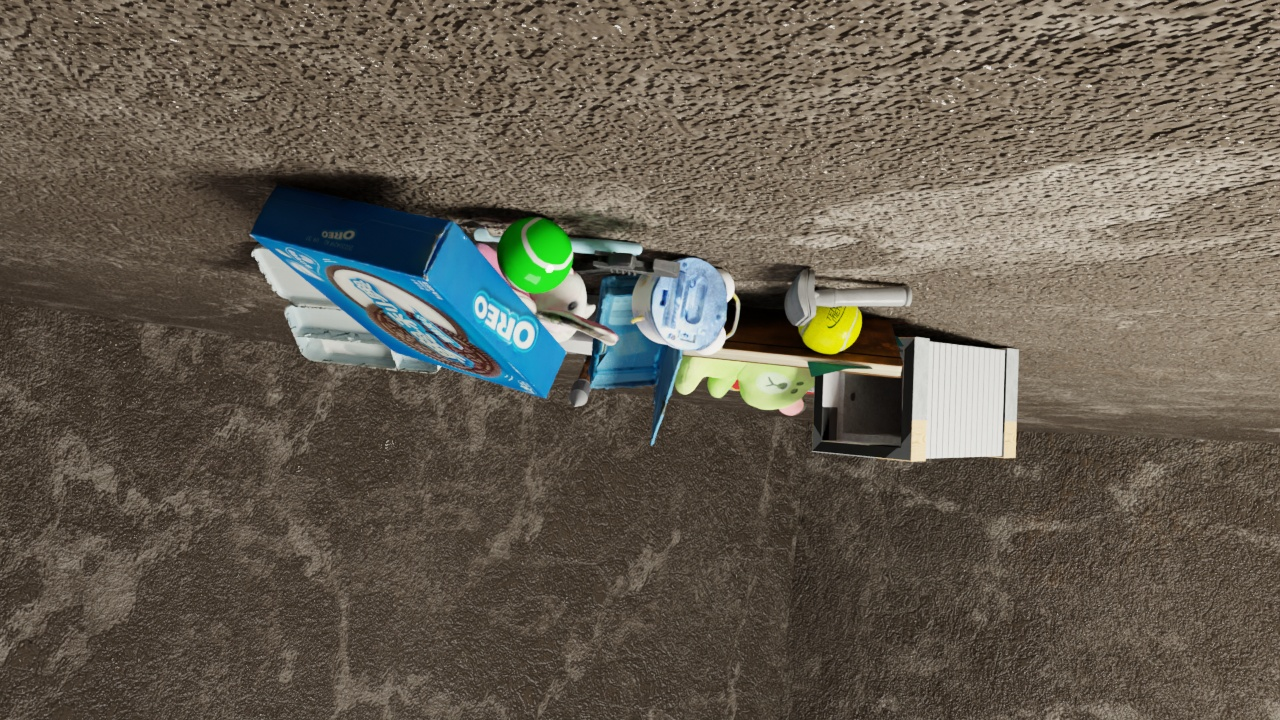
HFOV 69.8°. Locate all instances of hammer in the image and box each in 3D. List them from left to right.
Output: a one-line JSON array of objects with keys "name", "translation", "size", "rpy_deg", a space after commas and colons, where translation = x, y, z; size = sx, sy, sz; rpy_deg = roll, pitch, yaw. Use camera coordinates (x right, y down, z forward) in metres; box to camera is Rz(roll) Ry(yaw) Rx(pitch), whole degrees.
[{"name": "hammer", "translation": [-0.071, 0.008, 1.281], "size": [0.156, 0.043, 0.321], "rpy_deg": [6, -162, 2]}]

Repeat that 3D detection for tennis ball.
[{"name": "tennis ball", "translation": [-0.091, -0.090, 0.788], "size": [0.065, 0.065, 0.065], "rpy_deg": [7, 175, 0]}, {"name": "tennis ball", "translation": [0.198, -0.040, 0.959], "size": [0.065, 0.065, 0.065], "rpy_deg": [7, 175, 0]}]

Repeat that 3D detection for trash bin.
[{"name": "trash bin", "translation": [0.358, 0.050, 1.183], "size": [0.246, 0.142, 0.143], "rpy_deg": [4, 178, -41]}]

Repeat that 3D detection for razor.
[{"name": "razor", "translation": [0.205, -0.061, 0.893], "size": [0.116, 0.047, 0.088], "rpy_deg": [-1, 174, 1]}]

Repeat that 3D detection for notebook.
[{"name": "notebook", "translation": [0.176, -0.024, 1.030], "size": [0.249, 0.014, 0.178], "rpy_deg": [6, -159, 8]}]

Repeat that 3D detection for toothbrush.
[{"name": "toothbrush", "translation": [-0.075, -0.109, 0.844], "size": [0.155, 0.016, 0.022], "rpy_deg": [6, 165, 1]}]

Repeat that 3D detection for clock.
[{"name": "clock", "translation": [0.050, -0.052, 0.900], "size": [0.125, 0.089, 0.052], "rpy_deg": [12, 178, -32]}]

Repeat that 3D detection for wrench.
[{"name": "wrench", "translation": [-0.028, -0.087, 0.857], "size": [0.073, 0.018, 0.273], "rpy_deg": [8, -178, -16]}]

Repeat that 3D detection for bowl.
[{"name": "bowl", "translation": [-0.051, -0.047, 1.189], "size": [0.176, 0.066, 0.176], "rpy_deg": [7, 175, 0]}]

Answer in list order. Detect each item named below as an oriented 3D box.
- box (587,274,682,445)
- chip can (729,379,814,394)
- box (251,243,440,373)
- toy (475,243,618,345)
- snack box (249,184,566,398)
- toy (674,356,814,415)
[{"name": "box", "translation": [-0.005, 0.008, 1.036], "size": [0.094, 0.111, 0.232], "rpy_deg": [0, 153, -9]}, {"name": "chip can", "translation": [0.215, 0.009, 1.350], "size": [0.087, 0.087, 0.214], "rpy_deg": [11, 174, -39]}, {"name": "box", "translation": [-0.350, -0.064, 1.110], "size": [0.210, 0.045, 0.192], "rpy_deg": [4, 135, 18]}, {"name": "toy", "translation": [-0.094, -0.061, 0.925], "size": [0.159, 0.084, 0.194], "rpy_deg": [32, -176, -4]}, {"name": "snack box", "translation": [-0.199, -0.057, 0.826], "size": [0.196, 0.056, 0.239], "rpy_deg": [15, 161, 25]}, {"name": "toy", "translation": [0.153, -0.001, 1.237], "size": [0.196, 0.107, 0.150], "rpy_deg": [11, 130, -20]}]
